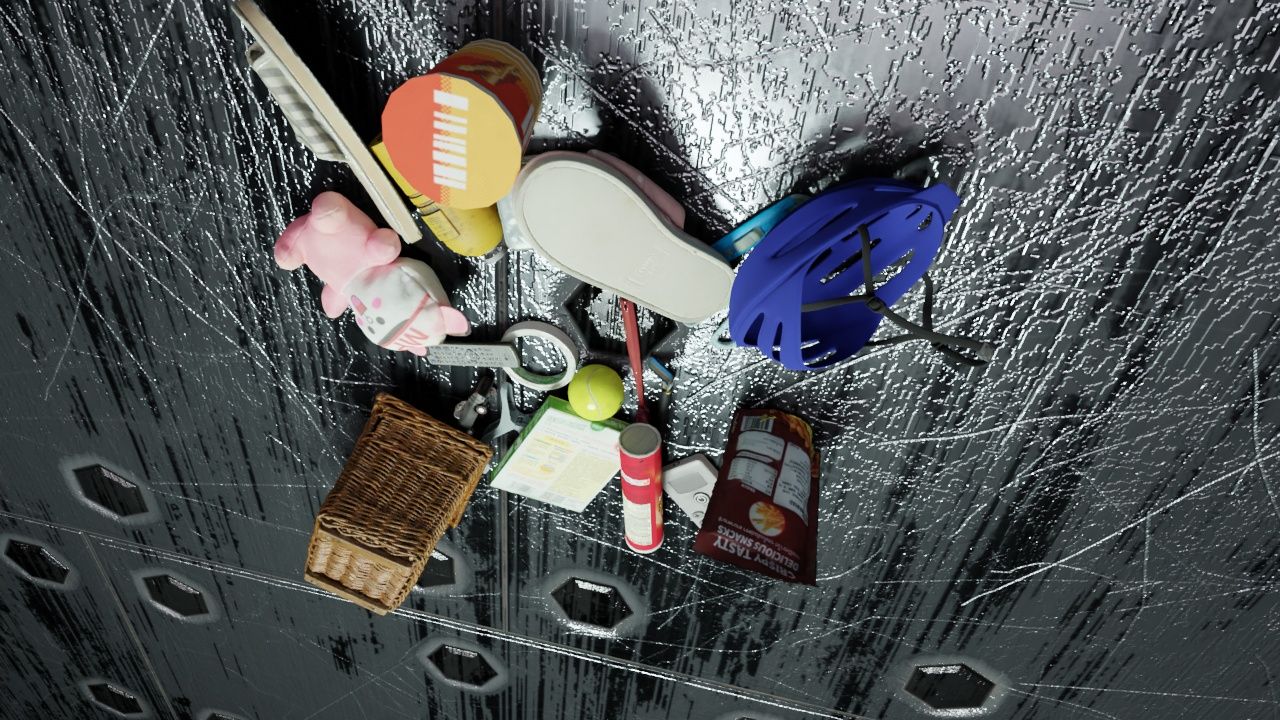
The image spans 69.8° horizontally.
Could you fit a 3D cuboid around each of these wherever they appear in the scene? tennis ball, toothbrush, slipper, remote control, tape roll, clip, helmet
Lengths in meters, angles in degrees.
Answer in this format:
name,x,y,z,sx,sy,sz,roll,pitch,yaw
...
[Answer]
name,x,y,z,sx,sy,sz,roll,pitch,yaw
tennis ball,-0.051,0.037,1.061,0.065,0.065,0.065,8,131,9
toothbrush,-0.006,0.006,1.054,0.016,0.016,0.190,5,131,16
slipper,-0.303,-0.220,0.890,0.054,0.114,0.273,-40,123,-9
slipper,-0.012,-0.116,0.874,0.114,0.054,0.274,-44,133,18
remote control,0.089,0.183,1.177,0.074,0.019,0.151,-25,120,31
tape roll,-0.120,-0.005,1.076,0.094,0.018,0.094,8,131,9
remote control,-0.200,-0.008,1.081,0.137,0.013,0.033,1,127,28
clip,-0.144,0.102,1.169,0.115,0.028,0.164,21,133,-4
helmet,0.197,-0.050,0.819,0.242,0.227,0.147,-45,141,22

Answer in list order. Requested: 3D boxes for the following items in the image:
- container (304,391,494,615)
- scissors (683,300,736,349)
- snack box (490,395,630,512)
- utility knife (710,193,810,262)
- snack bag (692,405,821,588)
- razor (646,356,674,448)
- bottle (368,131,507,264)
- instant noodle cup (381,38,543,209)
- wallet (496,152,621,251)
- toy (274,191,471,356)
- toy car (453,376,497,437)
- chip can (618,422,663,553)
name,x,y,z,sx,sy,sz,roll,pitch,yaw
container,-0.319,0.198,1.170,0.162,0.182,0.251,27,142,-5
scissors,0.109,-0.078,0.954,0.093,0.032,0.175,32,126,-10
snack box,-0.093,0.121,1.146,0.132,0.027,0.168,21,131,-23
utility knife,0.098,-0.116,0.924,0.186,0.015,0.031,-31,113,35
snack bag,0.141,0.145,1.005,0.139,0.207,0.067,25,132,-7
razor,0.026,0.054,1.087,0.043,0.022,0.144,45,149,34
bottle,-0.193,-0.167,0.923,0.071,0.070,0.164,-19,122,28
instant noodle cup,-0.150,-0.222,0.829,0.123,0.120,0.124,8,131,9
wallet,-0.075,-0.155,0.917,0.132,0.054,0.100,-4,129,12
toy,-0.289,-0.087,1.009,0.142,0.084,0.213,-30,115,38
toy car,-0.208,0.057,1.136,0.037,0.040,0.093,27,133,-8
chip can,0.002,0.162,1.143,0.052,0.051,0.215,8,139,9
